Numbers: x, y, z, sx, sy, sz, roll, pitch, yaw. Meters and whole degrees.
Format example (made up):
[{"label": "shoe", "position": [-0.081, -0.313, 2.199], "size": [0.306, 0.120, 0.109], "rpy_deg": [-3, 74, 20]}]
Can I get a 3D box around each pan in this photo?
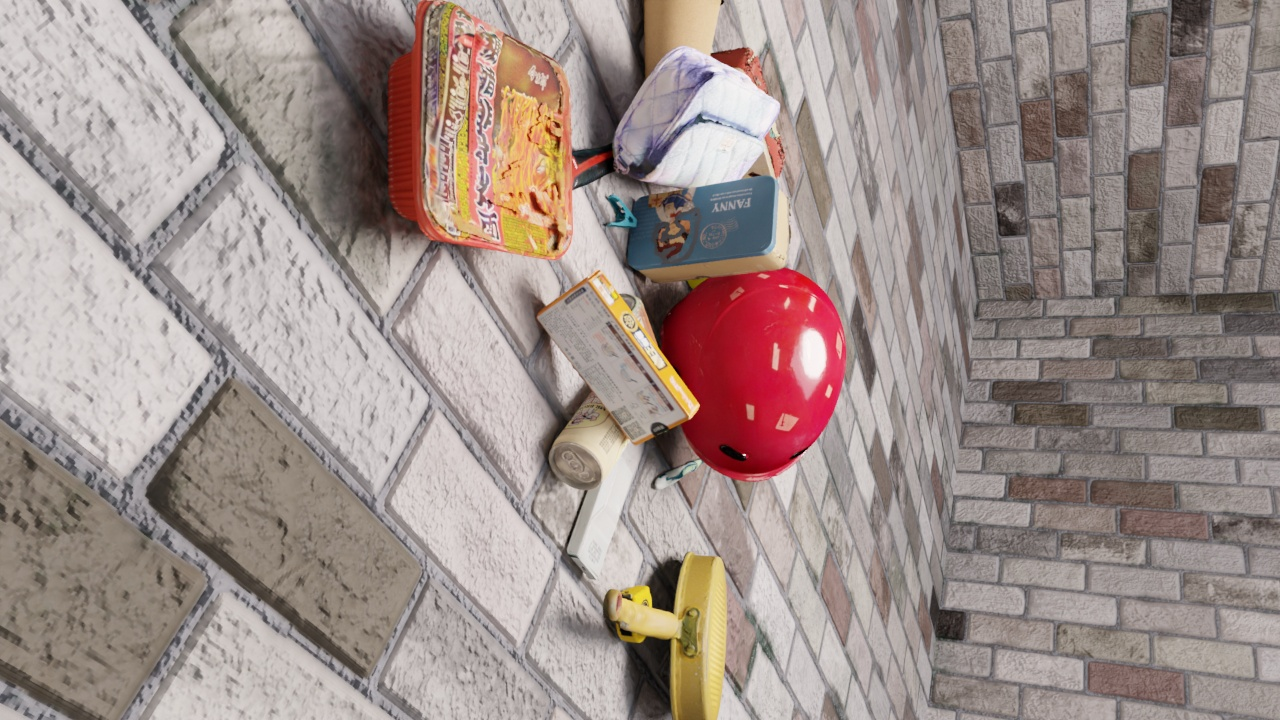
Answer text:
[{"label": "pan", "position": [0.036, 0.287, 0.974], "size": [0.358, 0.078, 0.197], "rpy_deg": [65, 28, -64]}]

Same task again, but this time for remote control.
[{"label": "remote control", "position": [-0.038, 0.149, 0.907], "size": [0.049, 0.024, 0.124], "rpy_deg": [59, 41, -44]}]

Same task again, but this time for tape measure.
[{"label": "tape measure", "position": [-0.009, 0.263, 0.955], "size": [0.060, 0.029, 0.057], "rpy_deg": [10, 81, -71]}]

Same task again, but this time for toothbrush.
[{"label": "toothbrush", "position": [0.063, 0.130, 1.110], "size": [0.191, 0.018, 0.016], "rpy_deg": [-14, 103, -62]}]

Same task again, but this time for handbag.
[{"label": "handbag", "position": [0.063, -0.239, 0.955], "size": [0.134, 0.075, 0.193], "rpy_deg": [-52, 158, 24]}]

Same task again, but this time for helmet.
[{"label": "helmet", "position": [0.133, 0.000, 0.994], "size": [0.144, 0.206, 0.239], "rpy_deg": [128, -39, -66]}]

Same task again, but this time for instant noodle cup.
[{"label": "instant noodle cup", "position": [-0.121, -0.161, 0.687], "size": [0.188, 0.079, 0.164], "rpy_deg": [2, 89, -62]}]

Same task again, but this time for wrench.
[{"label": "wrench", "position": [-0.018, -0.207, 0.944], "size": [0.272, 0.016, 0.056], "rpy_deg": [-29, 113, -56]}]

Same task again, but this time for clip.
[{"label": "clip", "position": [-0.019, -0.149, 0.956], "size": [0.054, 0.013, 0.033], "rpy_deg": [19, 74, -62]}]

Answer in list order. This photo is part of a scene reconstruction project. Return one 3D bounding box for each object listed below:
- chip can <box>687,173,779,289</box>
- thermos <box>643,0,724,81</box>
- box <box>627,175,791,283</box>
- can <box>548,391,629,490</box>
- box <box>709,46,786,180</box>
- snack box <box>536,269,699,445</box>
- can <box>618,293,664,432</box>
[{"label": "chip can", "position": [0.120, -0.172, 1.164], "size": [0.071, 0.071, 0.209], "rpy_deg": [64, 37, -40]}, {"label": "thermos", "position": [0.041, -0.348, 1.002], "size": [0.093, 0.093, 0.143], "rpy_deg": [-9, 107, -62]}, {"label": "box", "position": [0.077, -0.134, 0.959], "size": [0.059, 0.185, 0.089], "rpy_deg": [26, 63, -53]}, {"label": "can", "position": [-0.037, 0.065, 0.871], "size": [0.116, 0.059, 0.058], "rpy_deg": [-55, 137, -48]}, {"label": "box", "position": [0.117, -0.289, 1.103], "size": [0.075, 0.091, 0.168], "rpy_deg": [-64, 143, -35]}, {"label": "snack box", "position": [-0.021, 0.000, 0.820], "size": [0.154, 0.075, 0.026], "rpy_deg": [53, 39, -8]}, {"label": "can", "position": [-0.006, 0.005, 0.933], "size": [0.057, 0.058, 0.147], "rpy_deg": [-61, 141, -43]}]
